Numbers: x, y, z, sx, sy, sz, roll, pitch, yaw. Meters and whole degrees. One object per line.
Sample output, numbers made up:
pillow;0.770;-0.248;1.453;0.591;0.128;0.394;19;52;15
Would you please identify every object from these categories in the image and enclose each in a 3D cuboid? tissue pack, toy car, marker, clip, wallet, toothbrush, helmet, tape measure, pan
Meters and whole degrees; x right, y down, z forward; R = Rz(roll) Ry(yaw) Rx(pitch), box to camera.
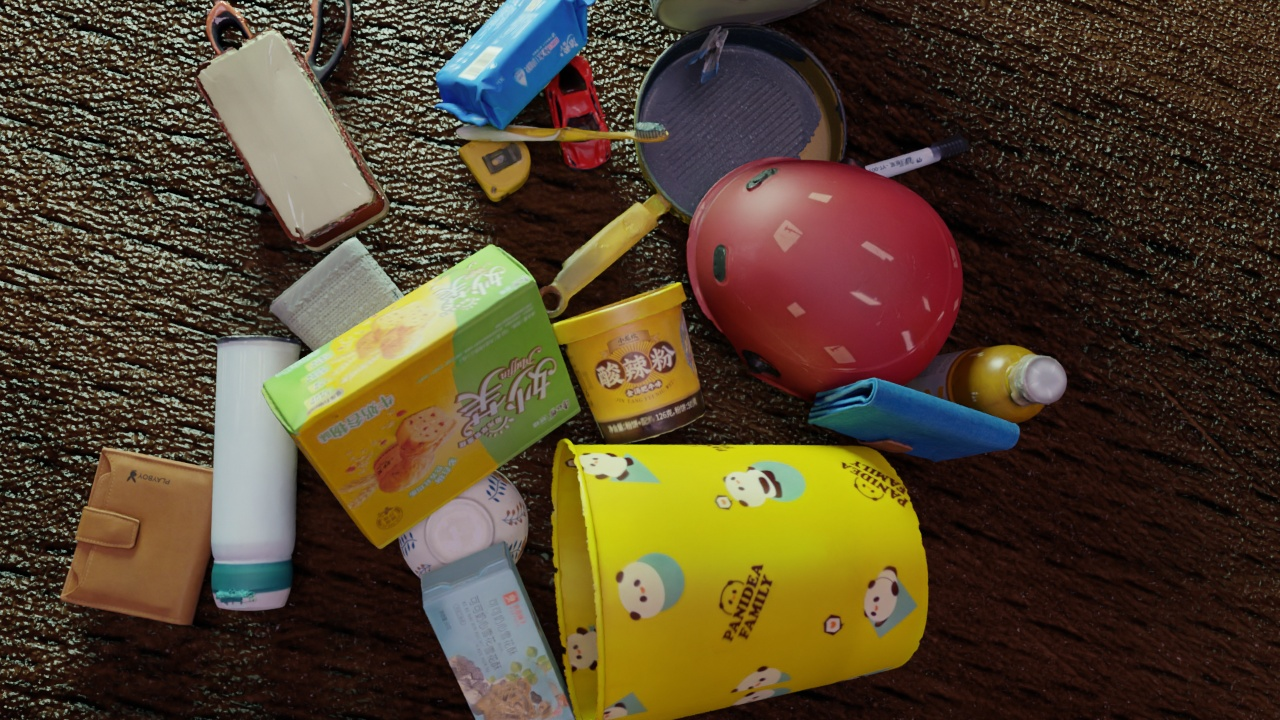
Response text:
tissue pack;-0.109;-0.269;0.811;0.157;0.095;0.052;-49;131;-7
toy car;-0.058;-0.227;0.843;0.049;0.031;0.106;-15;89;-7
marker;0.254;-0.191;0.881;0.130;0.018;0.022;-18;79;-8
clip;0.063;-0.276;0.816;0.045;0.027;0.058;33;62;-24
wallet;0.215;0.050;0.736;0.133;0.106;0.040;17;74;-15
wallet;-0.414;0.147;0.771;0.108;0.031;0.131;14;82;-7
toothbrush;-0.070;-0.201;0.803;0.191;0.018;0.016;3;63;9
helmet;0.169;-0.070;0.773;0.240;0.144;0.207;28;86;-22
tape measure;-0.128;-0.180;0.831;0.057;0.029;0.060;-34;90;-9
pan;0.036;-0.158;0.823;0.357;0.078;0.197;-44;90;-8

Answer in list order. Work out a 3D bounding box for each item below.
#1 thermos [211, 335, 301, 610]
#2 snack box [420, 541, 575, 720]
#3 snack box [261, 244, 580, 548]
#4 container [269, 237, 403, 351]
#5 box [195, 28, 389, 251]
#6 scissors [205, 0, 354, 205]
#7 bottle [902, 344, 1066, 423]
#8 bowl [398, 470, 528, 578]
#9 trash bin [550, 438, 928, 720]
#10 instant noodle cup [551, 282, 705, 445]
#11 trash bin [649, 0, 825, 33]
thermos;-0.320;0.095;0.766;0.073;0.073;0.224;0;83;-7
snack box;-0.115;0.241;0.755;0.074;0.051;0.175;-21;112;-7
snack box;-0.163;0.029;0.728;0.209;0.158;0.070;-34;48;-17
container;-0.233;-0.027;0.778;0.090;0.090;0.114;-42;94;-8
box;-0.291;-0.186;0.775;0.091;0.080;0.168;-30;93;-5
scissors;-0.316;-0.249;0.824;0.189;0.015;0.226;-42;92;-8
bottle;0.288;0.023;0.779;0.068;0.190;0.068;1;85;-9
bowl;-0.152;0.145;0.785;0.113;0.062;0.113;1;86;-8
trash bin;0.068;0.168;0.735;0.255;0.230;0.229;-3;85;-13
instant noodle cup;-0.005;0.005;0.790;0.118;0.118;0.114;-18;95;-8
trash bin;0.077;-0.438;0.787;0.229;0.230;0.252;-12;91;-7
